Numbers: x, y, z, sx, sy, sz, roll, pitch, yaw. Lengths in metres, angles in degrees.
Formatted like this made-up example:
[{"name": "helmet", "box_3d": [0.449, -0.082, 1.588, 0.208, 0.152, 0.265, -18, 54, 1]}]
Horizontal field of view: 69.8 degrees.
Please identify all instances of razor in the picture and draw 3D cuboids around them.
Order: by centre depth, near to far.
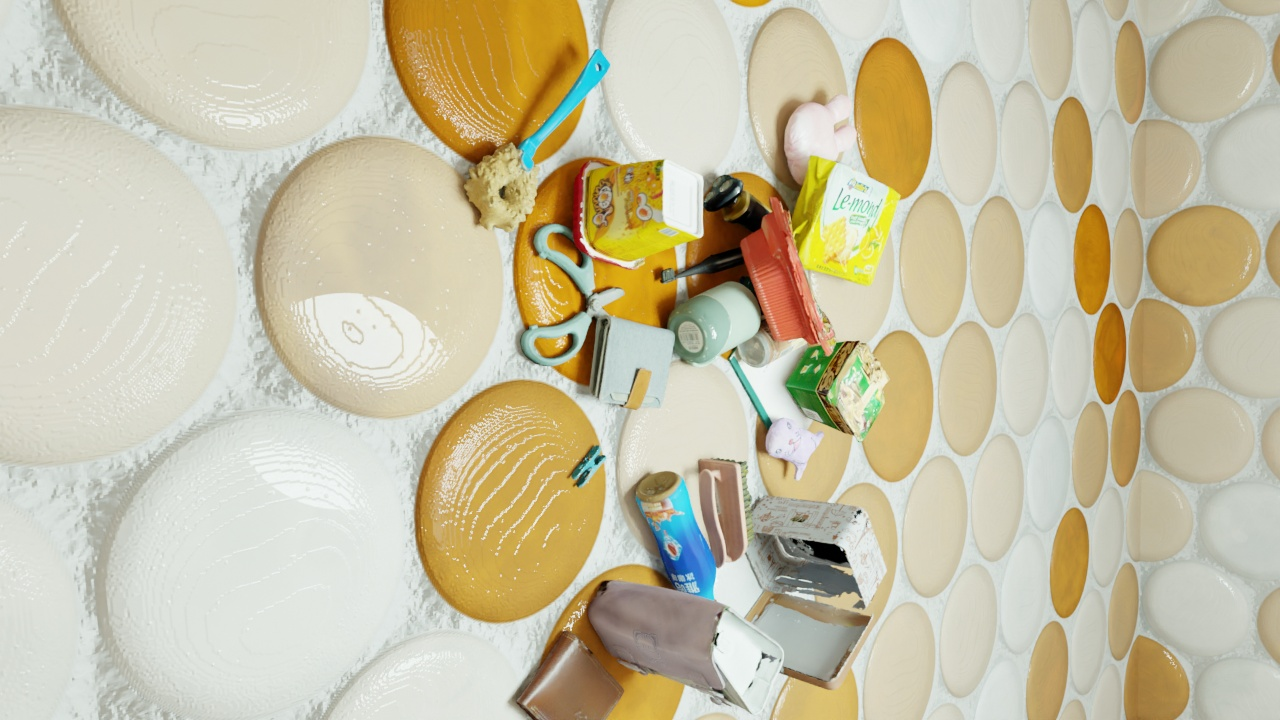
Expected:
[{"name": "razor", "box_3d": [0.151, -0.208, 1.269, 0.167, 0.062, 0.067, 18, 48, -50]}]

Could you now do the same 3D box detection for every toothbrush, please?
[{"name": "toothbrush", "box_3d": [0.099, -0.131, 1.232, 0.212, 0.026, 0.027, -20, 119, -43]}]

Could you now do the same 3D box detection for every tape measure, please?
[{"name": "tape measure", "box_3d": [0.160, -0.087, 1.298, 0.054, 0.025, 0.058, 13, 84, -44]}]

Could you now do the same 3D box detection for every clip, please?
[{"name": "clip", "box_3d": [-0.062, 0.126, 1.089, 0.056, 0.014, 0.045, -52, 128, -32]}]

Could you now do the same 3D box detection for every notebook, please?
[{"name": "notebook", "box_3d": [0.211, 0.024, 1.365, 0.150, 0.012, 0.209, -51, 125, -29]}]

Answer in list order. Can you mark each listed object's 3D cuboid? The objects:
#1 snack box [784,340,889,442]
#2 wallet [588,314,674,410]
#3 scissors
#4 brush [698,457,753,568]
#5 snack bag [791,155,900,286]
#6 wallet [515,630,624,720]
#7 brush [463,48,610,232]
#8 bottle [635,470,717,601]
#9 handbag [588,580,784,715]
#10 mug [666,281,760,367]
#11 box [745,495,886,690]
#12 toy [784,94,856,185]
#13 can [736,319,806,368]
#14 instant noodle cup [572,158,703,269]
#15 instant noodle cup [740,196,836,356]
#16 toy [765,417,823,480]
[{"name": "snack box", "box_3d": [0.285, 0.040, 1.356, 0.117, 0.106, 0.118, -54, 125, -24]}, {"name": "wallet", "box_3d": [-0.007, 0.006, 1.113, 0.129, 0.037, 0.106, 11, 86, -52]}, {"name": "scissors", "box_3d": [-0.086, -0.060, 1.051, 0.170, 0.019, 0.180, 50, 58, -37]}, {"name": "brush", "box_3d": [0.112, 0.205, 1.239, 0.072, 0.063, 0.146, -21, 109, -47]}, {"name": "snack bag", "box_3d": [0.296, -0.204, 1.376, 0.246, 0.068, 0.158, 7, 102, -51]}, {"name": "wallet", "box_3d": [-0.082, 0.391, 1.072, 0.101, 0.032, 0.124, -51, 125, -28]}, {"name": "brush", "box_3d": [-0.103, -0.245, 0.996, 0.083, 0.046, 0.254, 46, 66, -33]}, {"name": "bottle", "box_3d": [0.058, 0.246, 1.181, 0.065, 0.065, 0.219, -40, 119, -37]}, {"name": "handbag", "box_3d": [0.048, 0.331, 1.082, 0.145, 0.197, 0.098, 52, 56, -33]}, {"name": "mug", "box_3d": [0.090, -0.037, 1.197, 0.106, 0.082, 0.112, -28, 143, -42]}, {"name": "box", "box_3d": [0.215, 0.307, 1.267, 0.197, 0.181, 0.157, -46, 124, -35]}, {"name": "toy", "box_3d": [0.270, -0.332, 1.374, 0.159, 0.054, 0.121, -35, 123, -33]}, {"name": "can", "box_3d": [0.192, -0.034, 1.294, 0.116, 0.059, 0.058, -26, 110, -39]}, {"name": "instant noodle cup", "box_3d": [0.001, -0.173, 1.046, 0.116, 0.124, 0.116, 11, 76, -49]}, {"name": "instant noodle cup", "box_3d": [0.190, -0.106, 1.214, 0.164, 0.079, 0.189, -93, 161, -59]}, {"name": "toy", "box_3d": [0.220, 0.124, 1.347, 0.108, 0.039, 0.084, 31, 83, -41]}]
